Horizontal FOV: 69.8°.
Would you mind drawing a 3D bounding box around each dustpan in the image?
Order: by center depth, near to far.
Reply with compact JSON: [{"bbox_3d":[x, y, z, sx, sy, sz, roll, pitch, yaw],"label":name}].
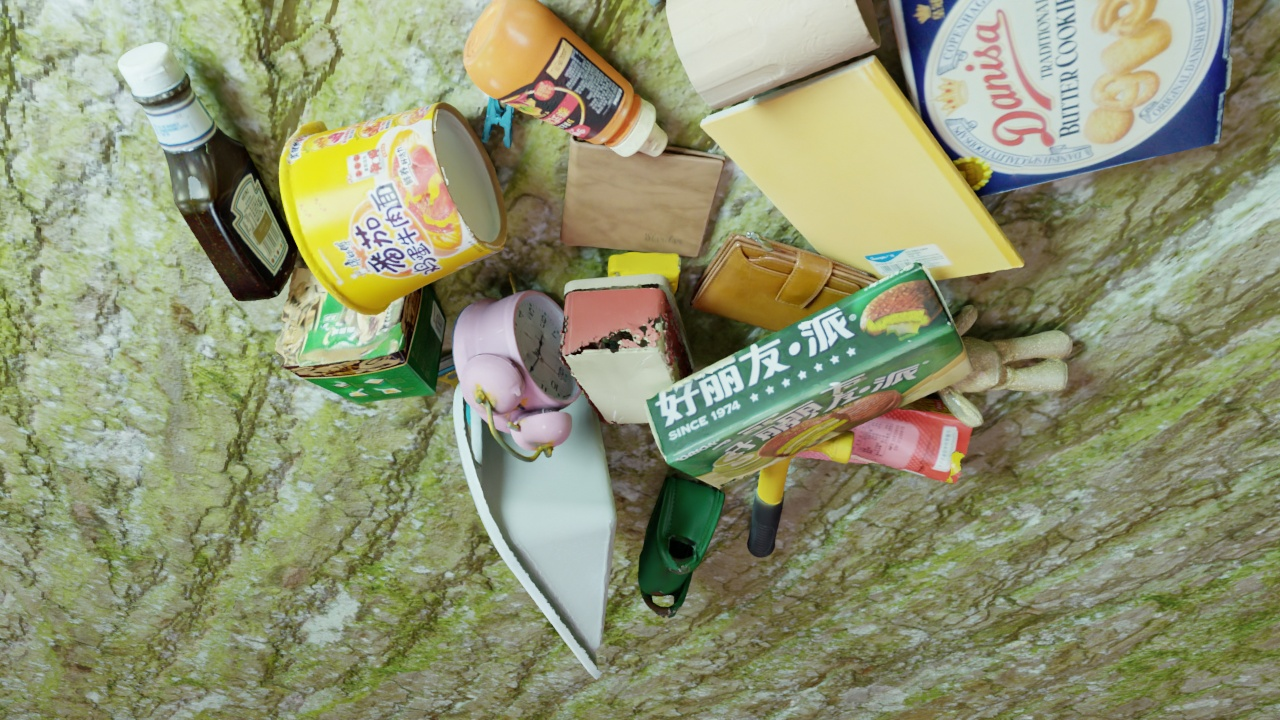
[{"bbox_3d":[-0.106,0.137,0.862,0.142,0.222,0.258,1,129,-12],"label":"dustpan"}]

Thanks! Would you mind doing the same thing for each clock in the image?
[{"bbox_3d":[-0.098,0.012,0.754,0.060,0.158,0.117,-19,134,26],"label":"clock"}]

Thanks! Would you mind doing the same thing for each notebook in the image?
[{"bbox_3d":[0.156,-0.118,0.646,0.206,0.010,0.146,39,152,-32],"label":"notebook"}]

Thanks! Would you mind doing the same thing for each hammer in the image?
[{"bbox_3d":[0.130,0.132,0.922,0.129,0.032,0.301,13,150,12],"label":"hammer"}]

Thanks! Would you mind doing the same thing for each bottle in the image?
[{"bbox_3d":[-0.042,-0.178,0.609,0.149,0.066,0.067,26,135,-32],"label":"bottle"},{"bbox_3d":[-0.314,-0.135,0.673,0.044,0.079,0.195,-5,136,6],"label":"bottle"}]

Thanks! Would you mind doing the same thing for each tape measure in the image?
[{"bbox_3d":[0.002,-0.064,0.742,0.060,0.028,0.057,2,158,-1],"label":"tape measure"}]

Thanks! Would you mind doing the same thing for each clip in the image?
[{"bbox_3d":[-0.100,-0.176,0.650,0.047,0.014,0.057,14,137,-6],"label":"clip"}]

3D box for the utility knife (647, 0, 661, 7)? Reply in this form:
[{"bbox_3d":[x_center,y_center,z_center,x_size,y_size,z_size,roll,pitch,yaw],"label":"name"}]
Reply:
[{"bbox_3d":[-0.028,-0.270,0.534,0.029,0.013,0.151,-28,129,25],"label":"utility knife"}]

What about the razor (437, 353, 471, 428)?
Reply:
[{"bbox_3d":[-0.169,0.044,0.898,0.043,0.028,0.133,-26,134,-8],"label":"razor"}]

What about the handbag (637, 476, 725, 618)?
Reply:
[{"bbox_3d":[0.041,0.197,0.980,0.068,0.120,0.132,15,140,-2],"label":"handbag"}]

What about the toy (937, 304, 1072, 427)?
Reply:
[{"bbox_3d":[0.286,0.002,0.779,0.157,0.066,0.105,-3,106,4],"label":"toy"}]

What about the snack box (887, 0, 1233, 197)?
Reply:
[{"bbox_3d":[0.257,-0.192,0.565,0.183,0.045,0.178,-12,137,19],"label":"snack box"}]

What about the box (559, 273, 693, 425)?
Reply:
[{"bbox_3d":[-0.005,0.004,0.760,0.091,0.080,0.168,-3,156,11],"label":"box"}]

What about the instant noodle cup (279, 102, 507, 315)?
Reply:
[{"bbox_3d":[-0.166,-0.113,0.648,0.110,0.137,0.138,-17,134,13],"label":"instant noodle cup"}]

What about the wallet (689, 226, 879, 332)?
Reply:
[{"bbox_3d":[0.119,-0.059,0.734,0.130,0.035,0.119,16,155,-10],"label":"wallet"}]

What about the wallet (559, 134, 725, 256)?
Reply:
[{"bbox_3d":[-0.001,-0.122,0.697,0.115,0.020,0.101,7,141,-4],"label":"wallet"}]

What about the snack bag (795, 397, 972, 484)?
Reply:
[{"bbox_3d":[0.194,0.066,0.858,0.208,0.073,0.129,7,150,7],"label":"snack bag"}]

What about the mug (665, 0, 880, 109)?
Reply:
[{"bbox_3d":[0.069,-0.221,0.534,0.104,0.084,0.125,-17,119,26],"label":"mug"}]

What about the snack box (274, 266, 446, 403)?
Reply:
[{"bbox_3d":[-0.222,-0.025,0.775,0.118,0.118,0.106,-7,150,15],"label":"snack box"}]

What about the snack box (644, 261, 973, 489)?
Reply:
[{"bbox_3d":[0.134,0.020,0.728,0.240,0.063,0.114,-27,153,17],"label":"snack box"}]
